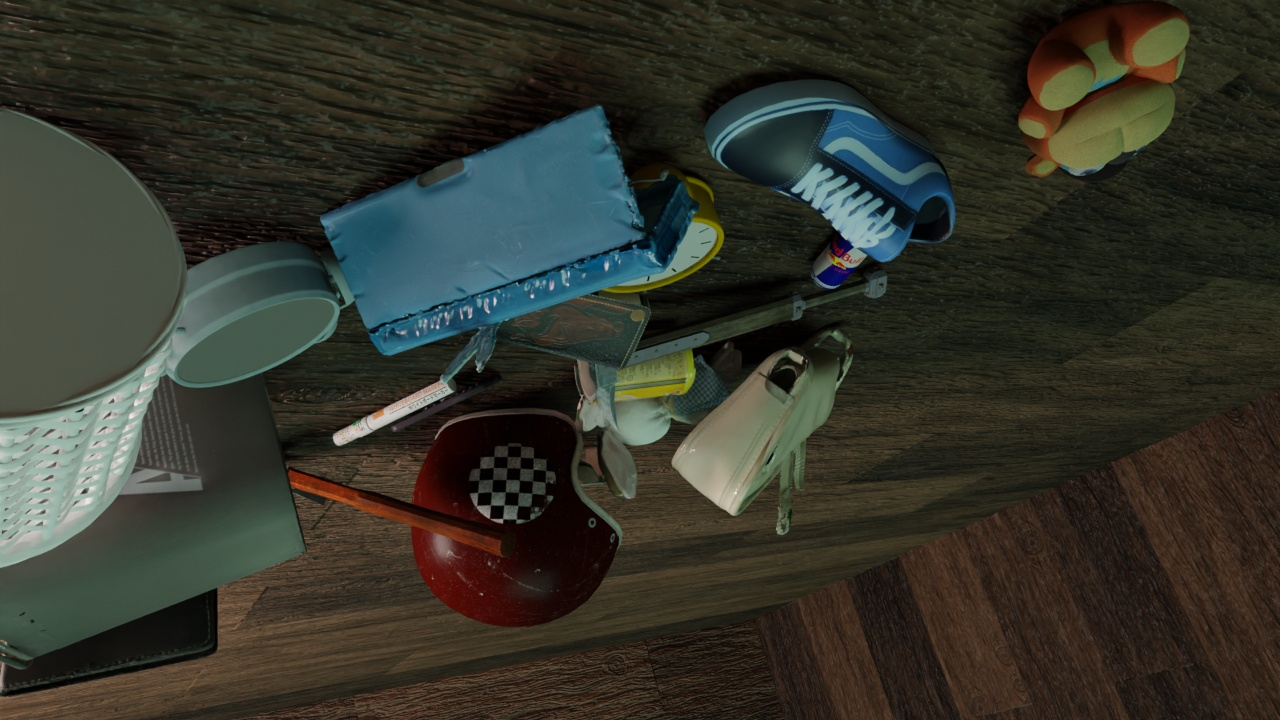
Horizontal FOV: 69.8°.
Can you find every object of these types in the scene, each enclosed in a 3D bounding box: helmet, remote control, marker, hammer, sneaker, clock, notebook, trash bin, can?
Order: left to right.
[{"bbox_3d":[-0.452,0.170,0.797,0.169,0.208,0.030,-9,149,-15],"label":"notebook"},{"bbox_3d":[-0.395,0.100,0.718,0.219,0.197,0.198,-14,156,-21],"label":"trash bin"},{"bbox_3d":[-0.261,-0.033,0.636,0.158,0.045,0.123,-22,168,-43],"label":"clock"},{"bbox_3d":[-0.255,0.137,0.882,0.301,0.028,0.111,12,162,21],"label":"hammer"},{"bbox_3d":[-0.245,0.051,0.908,0.146,0.017,0.017,-25,156,19],"label":"marker"},{"bbox_3d":[-0.195,0.043,0.910,0.125,0.009,0.046,-24,-176,19],"label":"remote control"},{"bbox_3d":[-0.130,0.162,1.003,0.233,0.253,0.234,8,150,-14],"label":"helmet"},{"bbox_3d":[-0.005,0.005,0.895,0.105,0.067,0.068,-6,155,-22],"label":"can"},{"bbox_3d":[0.002,-0.097,0.693,0.114,0.052,0.152,-23,160,17],"label":"clock"},{"bbox_3d":[0.099,-0.035,0.869,0.316,0.028,0.147,-16,123,-17],"label":"hammer"},{"bbox_3d":[0.187,-0.100,0.827,0.032,0.032,0.095,-6,155,-23],"label":"can"},{"bbox_3d":[0.154,-0.128,0.660,0.240,0.098,0.084,5,149,-40],"label":"sneaker"}]

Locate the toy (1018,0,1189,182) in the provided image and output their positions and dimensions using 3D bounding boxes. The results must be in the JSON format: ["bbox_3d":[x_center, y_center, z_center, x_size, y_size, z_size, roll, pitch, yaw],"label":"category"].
[{"bbox_3d":[0.328,-0.188,0.662,0.112,0.096,0.176,-24,167,17],"label":"toy"}]

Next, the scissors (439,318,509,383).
[{"bbox_3d":[-0.117,-0.024,0.643,0.108,0.178,0.016,-13,118,25],"label":"scissors"}]

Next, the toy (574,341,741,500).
[{"bbox_3d":[0.020,0.037,0.991,0.205,0.131,0.106,-33,-156,-11],"label":"toy"}]

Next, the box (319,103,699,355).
[{"bbox_3d":[-0.092,-0.091,0.598,0.232,0.094,0.110,-14,118,29],"label":"box"}]

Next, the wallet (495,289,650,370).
[{"bbox_3d":[-0.060,-0.034,0.765,0.123,0.019,0.072,13,125,-18],"label":"wallet"}]

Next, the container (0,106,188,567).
[{"bbox_3d":[-0.359,-0.006,0.488,0.189,0.189,0.187,2,150,-36],"label":"container"}]

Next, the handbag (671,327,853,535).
[{"bbox_3d":[0.155,0.066,0.952,0.184,0.132,0.228,-56,167,20],"label":"handbag"}]
